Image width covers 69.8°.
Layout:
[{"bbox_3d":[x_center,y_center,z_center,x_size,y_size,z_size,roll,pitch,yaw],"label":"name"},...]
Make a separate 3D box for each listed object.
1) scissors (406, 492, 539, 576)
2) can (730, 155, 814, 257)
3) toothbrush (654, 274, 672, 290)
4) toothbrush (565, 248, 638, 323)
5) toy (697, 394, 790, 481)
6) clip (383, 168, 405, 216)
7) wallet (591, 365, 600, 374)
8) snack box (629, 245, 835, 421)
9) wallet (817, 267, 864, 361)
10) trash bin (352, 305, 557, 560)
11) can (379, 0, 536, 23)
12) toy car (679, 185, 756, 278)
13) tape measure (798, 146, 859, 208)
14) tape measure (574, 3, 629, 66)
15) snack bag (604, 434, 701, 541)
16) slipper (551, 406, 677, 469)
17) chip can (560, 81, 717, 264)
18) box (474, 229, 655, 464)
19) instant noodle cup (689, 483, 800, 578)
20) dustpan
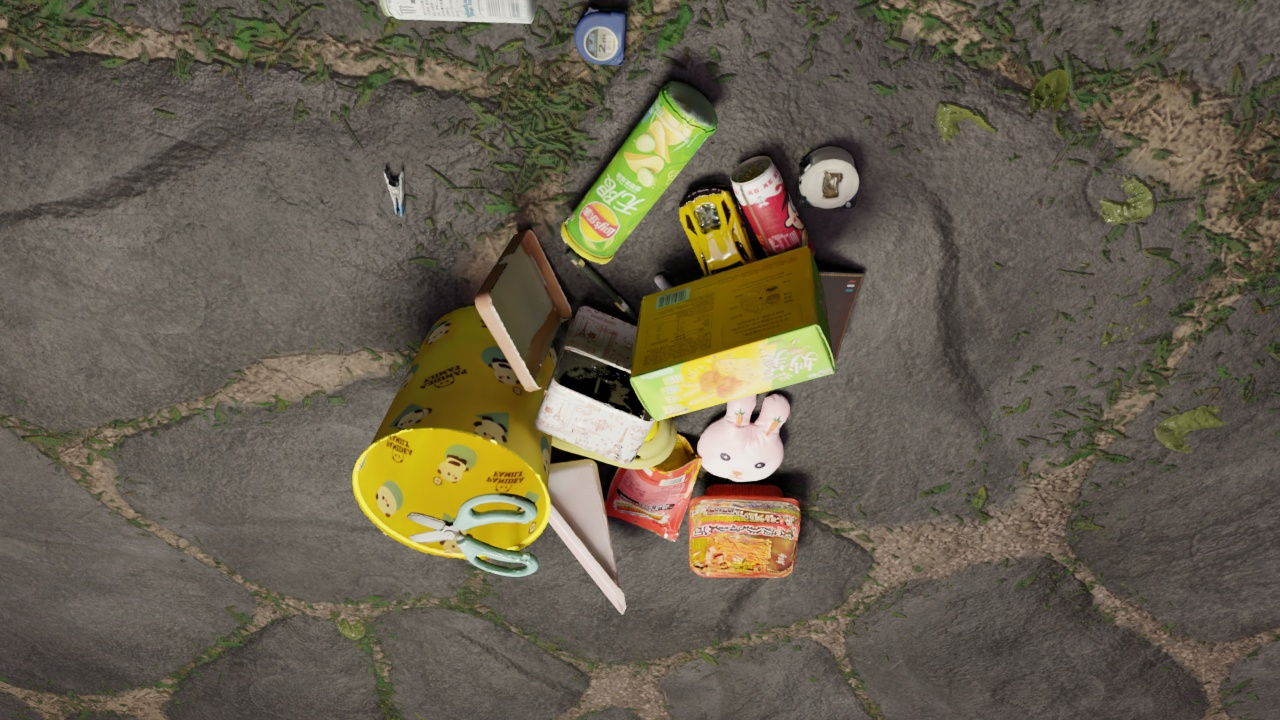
[{"bbox_3d":[-0.183,0.194,1.070,0.172,0.019,0.180,25,129,-15],"label":"scissors"},{"bbox_3d":[0.151,-0.164,1.043,0.053,0.053,0.133,-19,127,20],"label":"can"},{"bbox_3d":[0.073,-0.042,1.181,0.021,0.029,0.189,-47,120,-10],"label":"toothbrush"},{"bbox_3d":[-0.029,-0.078,1.162,0.012,0.017,0.186,-30,121,30],"label":"toothbrush"},{"bbox_3d":[0.146,0.107,1.287,0.121,0.054,0.160,12,124,-2],"label":"toy"},{"bbox_3d":[-0.285,-0.197,1.071,0.029,0.024,0.057,1,127,-1],"label":"clip"},{"bbox_3d":[-0.007,0.007,1.220,0.121,0.019,0.097,-1,137,17],"label":"wallet"},{"bbox_3d":[0.101,-0.031,1.014,0.210,0.157,0.070,-16,125,18],"label":"snack box"},{"bbox_3d":[0.215,-0.054,1.118,0.096,0.020,0.122,2,115,-24],"label":"wallet"},{"bbox_3d":[-0.210,0.078,1.152,0.229,0.254,0.230,3,132,3],"label":"trash bin"},{"bbox_3d":[-0.177,-0.361,0.894,0.147,0.058,0.058,3,131,2],"label":"can"},{"bbox_3d":[0.097,-0.129,1.068,0.071,0.041,0.156,-16,110,19],"label":"toy car"},{"bbox_3d":[0.209,-0.202,1.019,0.066,0.033,0.066,-2,131,4],"label":"tape measure"},{"bbox_3d":[-0.040,-0.331,0.932,0.054,0.025,0.058,6,128,2],"label":"tape measure"},{"bbox_3d":[0.016,0.193,1.367,0.128,0.073,0.208,15,136,-1],"label":"snack bag"},{"bbox_3d":[-0.045,0.090,1.252,0.190,0.091,0.082,9,153,4],"label":"slipper"},{"bbox_3d":[-0.003,-0.204,1.009,0.072,0.072,0.222,28,128,-19],"label":"chip can"},{"bbox_3d":[-0.085,-0.014,1.090,0.274,0.178,0.124,42,121,-18],"label":"box"},{"bbox_3d":[0.156,0.254,1.394,0.164,0.079,0.189,1,130,4],"label":"instant noodle cup"},{"bbox_3d":[-0.113,0.244,1.306,0.139,0.273,0.223,-11,160,-5],"label":"dustpan"}]
